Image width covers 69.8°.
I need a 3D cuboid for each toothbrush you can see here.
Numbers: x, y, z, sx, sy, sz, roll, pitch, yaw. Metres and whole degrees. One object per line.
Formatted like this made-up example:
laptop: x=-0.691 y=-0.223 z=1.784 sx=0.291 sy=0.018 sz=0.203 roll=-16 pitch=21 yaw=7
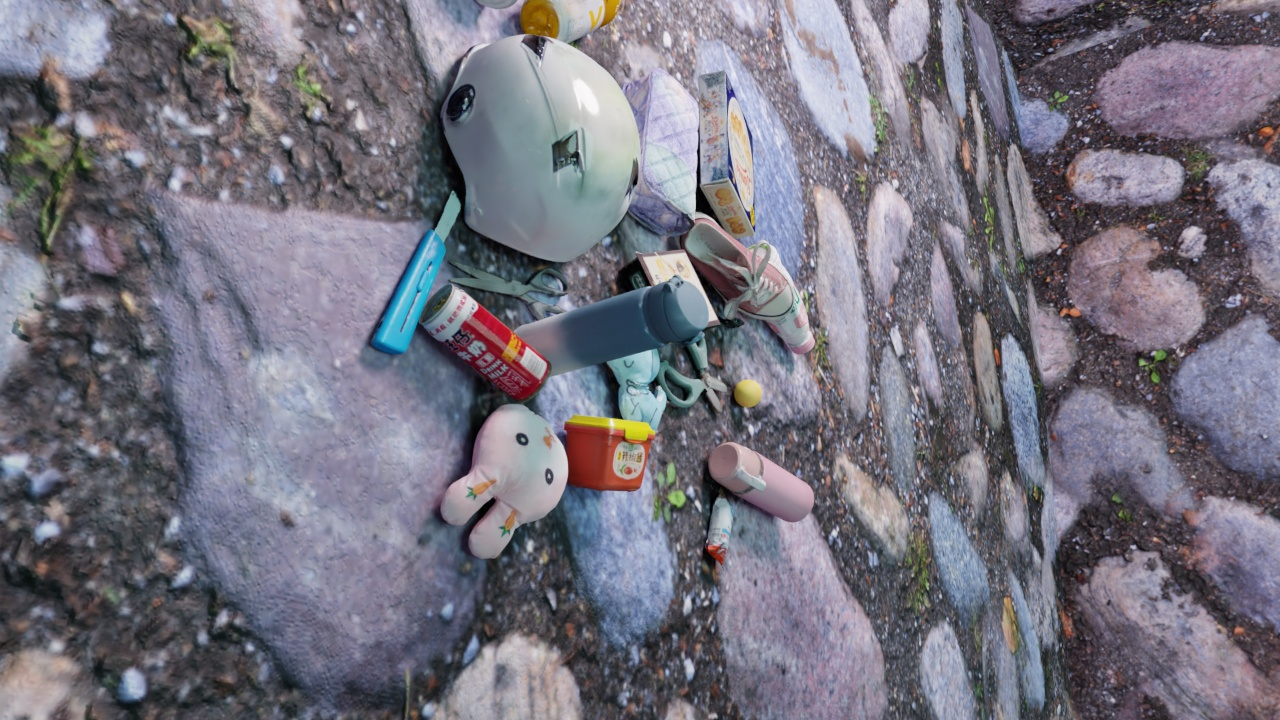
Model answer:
toothbrush: x=0.091 y=-0.068 z=1.297 sx=0.189 sy=0.018 sz=0.014 roll=15 pitch=70 yaw=-50

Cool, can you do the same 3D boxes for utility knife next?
utility knife: x=-0.211 y=-0.090 z=0.892 sx=0.034 sy=0.018 sz=0.204 roll=44 pitch=46 yaw=-37

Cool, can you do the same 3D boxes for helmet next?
helmet: x=-0.087 y=-0.244 z=0.997 sx=0.228 sy=0.146 sz=0.258 roll=12 pitch=70 yaw=-52

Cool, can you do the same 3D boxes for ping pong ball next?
ping pong ball: x=0.156 y=0.048 z=1.327 sx=0.040 sy=0.040 sz=0.040 roll=21 pitch=63 yaw=-49

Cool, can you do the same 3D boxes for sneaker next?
sneaker: x=0.144 y=-0.118 z=1.299 sx=0.241 sy=0.118 sz=0.087 roll=36 pitch=14 yaw=-36

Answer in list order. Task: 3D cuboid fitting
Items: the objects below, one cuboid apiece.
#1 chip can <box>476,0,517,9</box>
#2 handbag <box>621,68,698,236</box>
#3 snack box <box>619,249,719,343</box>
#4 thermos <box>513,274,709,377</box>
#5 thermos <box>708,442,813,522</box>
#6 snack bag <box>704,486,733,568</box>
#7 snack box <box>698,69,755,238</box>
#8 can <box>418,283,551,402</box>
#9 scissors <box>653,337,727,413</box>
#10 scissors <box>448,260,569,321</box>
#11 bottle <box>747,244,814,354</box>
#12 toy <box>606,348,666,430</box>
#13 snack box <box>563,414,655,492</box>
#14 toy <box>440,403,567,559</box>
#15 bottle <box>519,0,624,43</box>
chip can: x=-0.138 y=-0.499 z=1.071 sx=0.071 sy=0.071 sz=0.214 roll=48 pitch=44 yaw=-34
handbag: x=0.024 y=-0.277 z=1.220 sx=0.134 sy=0.076 sz=0.193 roll=28 pitch=59 yaw=-46
snack box: x=0.035 y=-0.082 z=1.174 sx=0.125 sy=0.053 sz=0.113 roll=-15 pitch=77 yaw=-52
thermos: x=-0.034 y=-0.029 z=0.940 sx=0.070 sy=0.221 sz=0.070 roll=25 pitch=59 yaw=-50
thermos: x=0.175 y=0.174 z=1.280 sx=0.198 sy=0.087 sz=0.067 roll=34 pitch=89 yaw=-46
snack bag: x=0.107 y=0.223 z=1.221 sx=0.048 sy=0.026 sz=0.104 roll=56 pitch=40 yaw=-45
snack box: x=0.129 y=-0.297 z=1.349 sx=0.178 sy=0.046 sz=0.182 roll=43 pitch=44 yaw=-64
can: x=-0.152 y=-0.016 z=0.906 sx=0.132 sy=0.053 sz=0.053 roll=41 pitch=48 yaw=-29
scissors: x=0.064 y=0.021 z=1.233 sx=0.175 sy=0.019 sz=0.175 roll=62 pitch=37 yaw=-21
scissors: x=-0.137 y=-0.083 z=0.998 sx=0.170 sy=0.014 sz=0.150 roll=51 pitch=42 yaw=-25
bottle: x=0.218 y=-0.091 z=1.435 sx=0.197 sy=0.068 sz=0.068 roll=54 pitch=42 yaw=-33
toy: x=-0.007 y=0.007 z=1.114 sx=0.161 sy=0.050 sz=0.156 roll=38 pitch=49 yaw=-53
snack box: x=-0.038 y=0.104 z=1.021 sx=0.091 sy=0.082 sz=0.080 roll=11 pitch=84 yaw=-51
toy: x=-0.130 y=0.118 z=0.910 sx=0.121 sy=0.054 sz=0.159 roll=56 pitch=45 yaw=-25
bottle: x=-0.077 y=-0.438 z=1.136 sx=0.189 sy=0.068 sz=0.068 roll=-47 pitch=117 yaw=-49
